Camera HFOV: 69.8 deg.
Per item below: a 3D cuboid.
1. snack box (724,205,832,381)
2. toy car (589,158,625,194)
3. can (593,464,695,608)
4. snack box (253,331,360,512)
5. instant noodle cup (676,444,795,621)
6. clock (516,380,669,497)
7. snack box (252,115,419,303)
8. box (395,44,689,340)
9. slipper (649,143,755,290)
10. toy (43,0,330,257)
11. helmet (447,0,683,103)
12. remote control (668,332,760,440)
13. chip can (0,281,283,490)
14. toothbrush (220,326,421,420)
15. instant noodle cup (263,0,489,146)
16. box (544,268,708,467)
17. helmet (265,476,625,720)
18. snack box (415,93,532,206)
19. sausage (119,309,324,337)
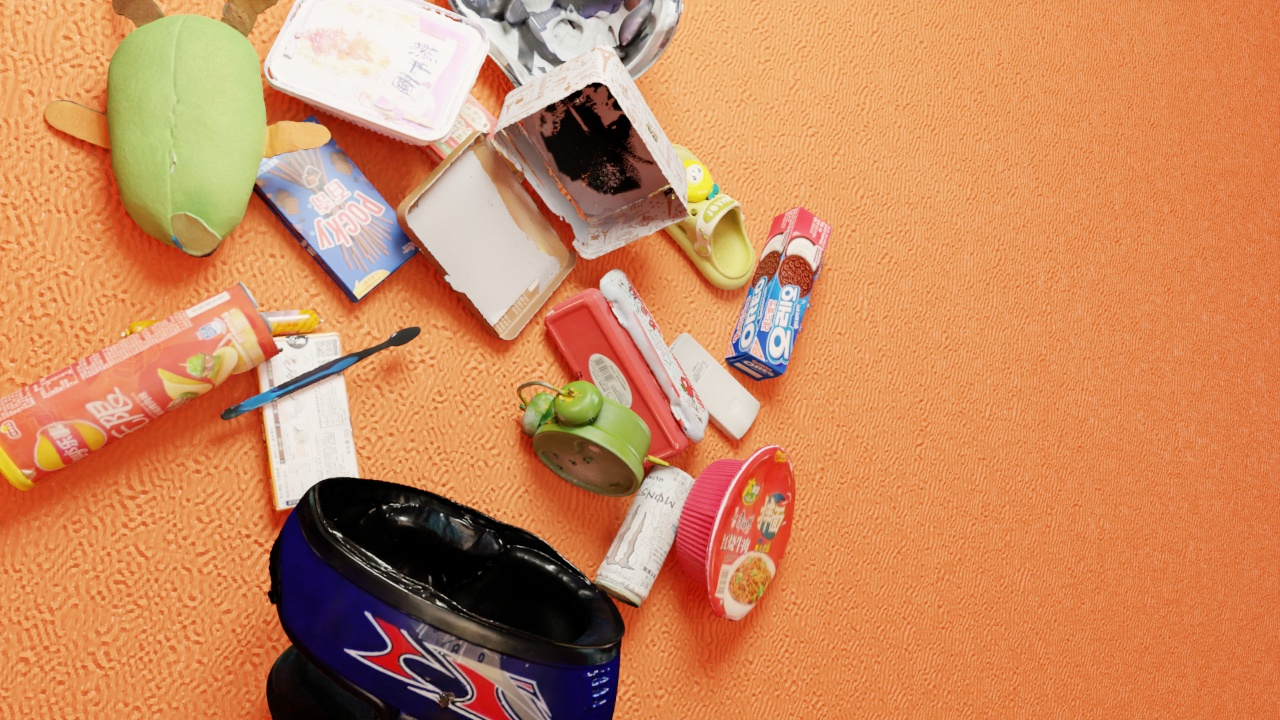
[{"bbox_3d":[0.167,-0.080,1.098,0.058,0.057,0.207,28,72,-22],"label":"snack box"},{"bbox_3d":[-0.027,-0.226,1.013,0.054,0.037,0.120,9,90,-30],"label":"toy car"},{"bbox_3d":[0.007,0.184,0.973,0.058,0.058,0.146,38,67,-22],"label":"can"},{"bbox_3d":[-0.300,0.054,0.825,0.075,0.026,0.153,-8,88,-30],"label":"snack box"},{"bbox_3d":[0.098,0.179,0.993,0.193,0.066,0.194,-26,122,-51],"label":"instant noodle cup"},{"bbox_3d":[-0.057,0.073,0.917,0.161,0.116,0.056,42,54,-24],"label":"clock"},{"bbox_3d":[-0.286,-0.140,0.854,0.084,0.026,0.157,-46,107,-25],"label":"snack box"},{"bbox_3d":[-0.092,-0.166,0.909,0.272,0.130,0.179,-37,126,0],"label":"box"},{"bbox_3d":[0.080,-0.167,1.044,0.091,0.082,0.190,-48,111,-28],"label":"slipper"},{"bbox_3d":[-0.378,-0.206,0.769,0.227,0.090,0.246,2,87,-4],"label":"toy"},{"bbox_3d":[-0.071,-0.400,0.920,0.259,0.229,0.145,57,20,-18],"label":"helmet"},{"bbox_3d":[0.080,0.032,1.056,0.135,0.019,0.056,43,65,-19],"label":"remote control"},{"bbox_3d":[-0.401,0.015,0.730,0.216,0.073,0.073,-33,101,-22],"label":"chip can"},{"bbox_3d":[-0.281,0.009,0.820,0.189,0.016,0.014,-28,107,-28],"label":"toothbrush"},{"bbox_3d":[-0.240,-0.271,0.852,0.173,0.060,0.137,20,71,-5],"label":"instant noodle cup"},{"bbox_3d":[-0.004,0.005,0.982,0.201,0.095,0.101,59,34,-10],"label":"box"},{"bbox_3d":[-0.178,0.260,0.752,0.315,0.247,0.240,28,97,-22],"label":"helmet"},{"bbox_3d":[-0.182,-0.227,0.926,0.153,0.026,0.075,44,66,-19],"label":"snack box"},{"bbox_3d":[-0.361,-0.029,0.801,0.164,0.021,0.021,-7,88,-31],"label":"sausage"}]
